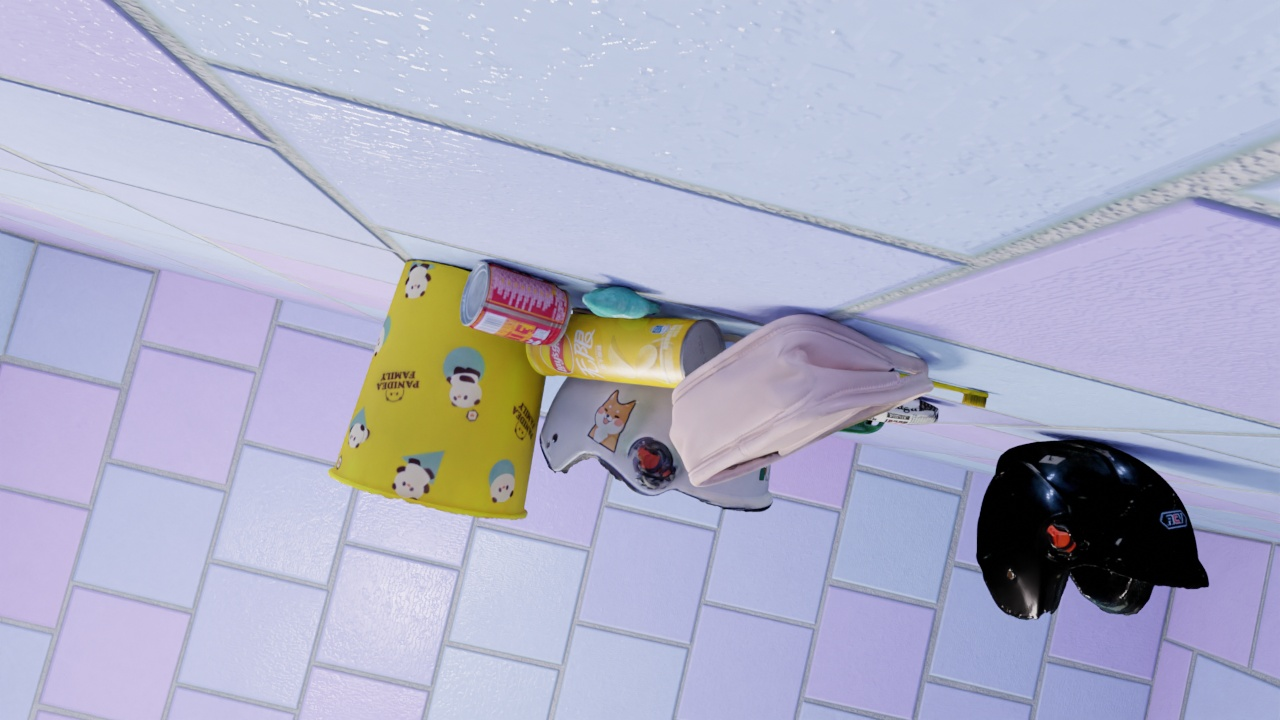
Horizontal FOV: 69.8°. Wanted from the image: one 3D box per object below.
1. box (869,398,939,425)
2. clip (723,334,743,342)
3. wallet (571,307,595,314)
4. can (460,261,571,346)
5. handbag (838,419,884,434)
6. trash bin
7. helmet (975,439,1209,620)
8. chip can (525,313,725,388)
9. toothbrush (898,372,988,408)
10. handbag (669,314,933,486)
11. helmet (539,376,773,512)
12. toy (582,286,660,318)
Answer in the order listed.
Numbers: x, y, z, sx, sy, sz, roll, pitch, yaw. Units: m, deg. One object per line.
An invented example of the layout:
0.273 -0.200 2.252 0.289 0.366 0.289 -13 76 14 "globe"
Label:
0.300 0.053 1.180 0.164 0.052 0.068 11 -171 10 "box"
0.128 -0.005 0.990 0.102 0.035 0.095 4 168 24 "clip"
-0.014 -0.038 1.118 0.115 0.020 0.101 15 176 28 "wallet"
-0.122 -0.054 0.906 0.093 0.066 0.067 16 176 -29 "can"
0.276 0.069 1.318 0.120 0.068 0.131 7 176 -11 "handbag"
-0.214 0.032 1.063 0.229 0.255 0.229 13 176 1 "trash bin"
0.564 0.215 1.165 0.233 0.230 0.275 6 171 -33 "helmet"
-0.020 -0.011 0.926 0.214 0.072 0.072 6 172 41 "chip can"
0.266 0.020 0.955 0.190 0.016 0.016 14 176 4 "toothbrush"
0.162 0.037 0.823 0.233 0.093 0.194 -1 157 -34 "handbag"
0.029 0.060 1.036 0.274 0.157 0.229 13 -173 23 "helmet"
-0.019 -0.053 0.853 0.096 0.030 0.092 7 -177 -21 "toy"
